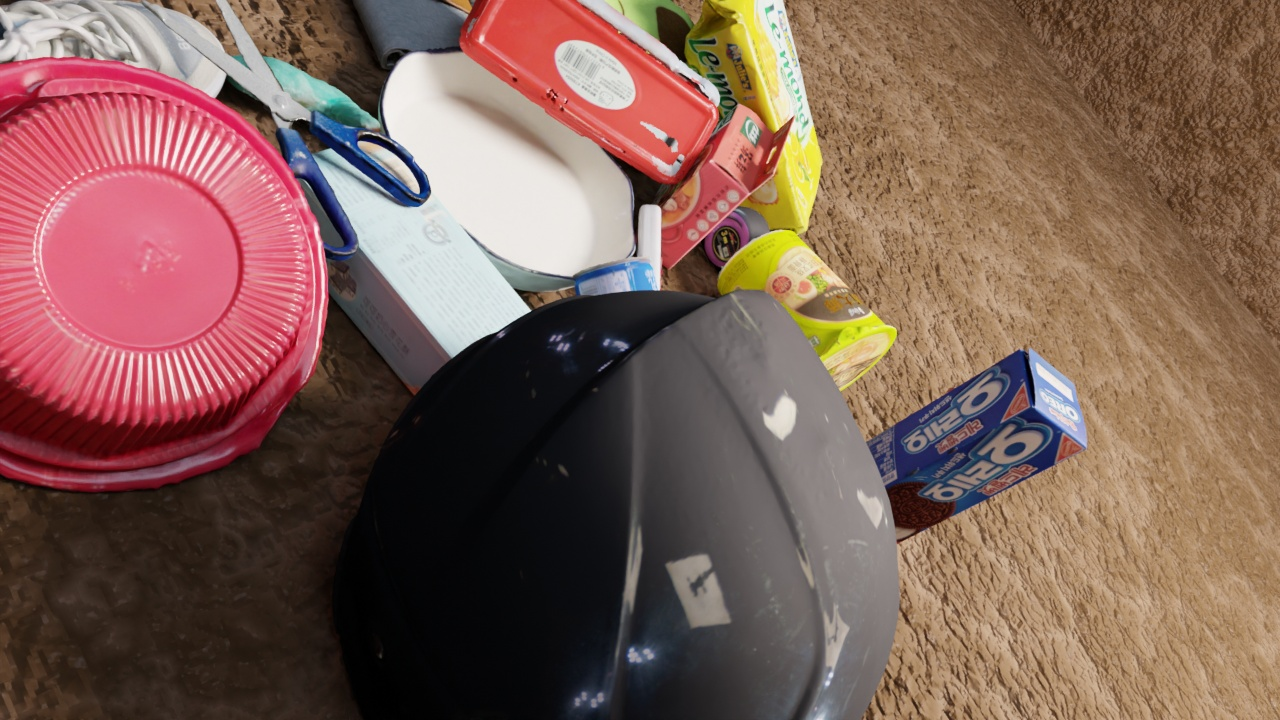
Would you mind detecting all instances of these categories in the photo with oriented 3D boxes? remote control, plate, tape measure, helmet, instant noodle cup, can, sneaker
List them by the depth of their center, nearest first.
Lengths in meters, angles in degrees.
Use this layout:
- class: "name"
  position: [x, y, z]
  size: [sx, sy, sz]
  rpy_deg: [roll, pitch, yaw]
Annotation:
- class: "instant noodle cup"
  position: [-0.215, -0.039, 0.389]
  size: [0.193, 0.066, 0.194]
  rpy_deg: [2, 86, -40]
- class: "helmet"
  position: [0.007, 0.096, 0.430]
  size: [0.232, 0.231, 0.274]
  rpy_deg: [-23, 83, -48]
- class: "sneaker"
  position: [-0.296, -0.147, 0.443]
  size: [0.089, 0.091, 0.241]
  rpy_deg: [46, 38, -6]
- class: "can"
  position: [-0.004, 0.003, 0.597]
  size: [0.053, 0.053, 0.134]
  rpy_deg: [-12, 88, -48]
- class: "plate"
  position: [-0.096, -0.133, 0.658]
  size: [0.204, 0.046, 0.204]
  rpy_deg: [25, 44, -27]
- class: "remote control"
  position: [0.006, -0.055, 0.684]
  size: [0.020, 0.056, 0.135]
  rpy_deg: [4, 49, -2]
- class: "instant noodle cup"
  position: [0.126, -0.038, 0.750]
  size: [0.111, 0.112, 0.123]
  rpy_deg: [-7, 57, -46]
- class: "tape measure"
  position: [0.084, -0.105, 0.795]
  size: [0.039, 0.058, 0.057]
  rpy_deg: [-10, 64, -48]

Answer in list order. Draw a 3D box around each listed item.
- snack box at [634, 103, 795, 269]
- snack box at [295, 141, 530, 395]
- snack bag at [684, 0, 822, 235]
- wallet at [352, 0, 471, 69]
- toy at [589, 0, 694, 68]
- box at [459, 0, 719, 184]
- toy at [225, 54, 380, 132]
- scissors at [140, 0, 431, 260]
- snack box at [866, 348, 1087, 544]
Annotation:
- class: "snack box"
  position: [0.060, -0.151, 0.754]
  size: [0.044, 0.127, 0.113]
  rpy_deg: [40, 39, -13]
- class: "snack box"
  position: [-0.136, -0.049, 0.545]
  size: [0.175, 0.052, 0.074]
  rpy_deg: [50, 41, 2]
- class: "snack bag"
  position: [0.106, -0.240, 0.846]
  size: [0.157, 0.068, 0.247]
  rpy_deg: [-67, 143, -49]
- class: "wallet"
  position: [-0.174, -0.279, 0.709]
  size: [0.106, 0.037, 0.129]
  rpy_deg: [-9, 66, -46]
- class: "toy"
  position: [-0.009, -0.281, 0.820]
  size: [0.246, 0.090, 0.227]
  rpy_deg: [0, 73, -49]
- class: "box"
  position: [-0.040, -0.224, 0.704]
  size: [0.201, 0.095, 0.098]
  rpy_deg: [28, 7, -26]
- class: "toy"
  position: [-0.206, -0.164, 0.574]
  size: [0.096, 0.030, 0.091]
  rpy_deg: [31, 12, 38]
- class: "scissors"
  position: [-0.183, -0.129, 0.501]
  size: [0.162, 0.012, 0.162]
  rpy_deg: [3, 66, -45]
- class: "snack box"
  position: [0.202, 0.073, 0.641]
  size: [0.058, 0.208, 0.057]
  rpy_deg: [33, 41, -19]
